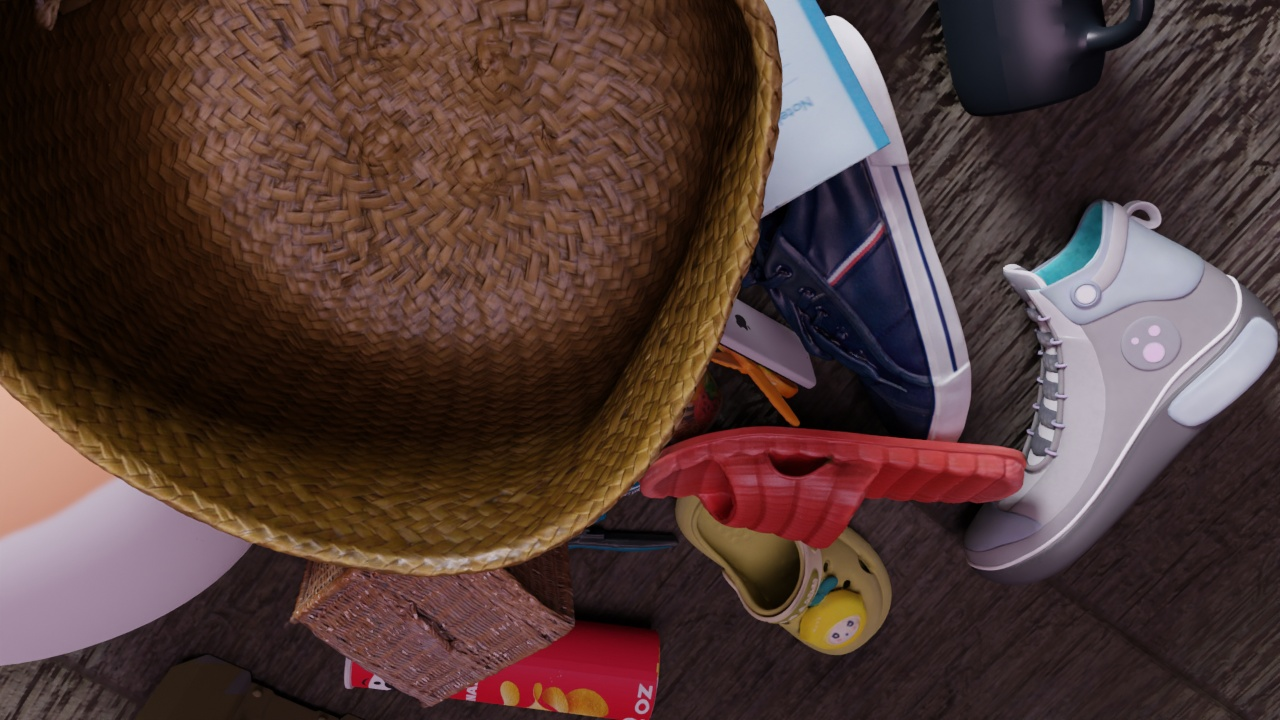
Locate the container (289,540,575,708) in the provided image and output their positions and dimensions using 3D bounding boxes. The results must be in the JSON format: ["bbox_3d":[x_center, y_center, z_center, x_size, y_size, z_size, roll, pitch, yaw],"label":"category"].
[{"bbox_3d":[-0.122,0.096,0.569,0.113,0.198,0.114,-35,118,14],"label":"container"}]

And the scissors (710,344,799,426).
[{"bbox_3d":[0.064,-0.002,0.597,0.131,0.125,0.011,47,107,23],"label":"scissors"}]

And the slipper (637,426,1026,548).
[{"bbox_3d":[0.122,0.087,0.585,0.249,0.104,0.059,0,66,2],"label":"slipper"}]

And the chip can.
[{"bbox_3d":[-0.099,0.221,0.681,0.220,0.069,0.069,9,109,-5],"label":"chip can"}]

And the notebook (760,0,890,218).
[{"bbox_3d":[-0.012,-0.167,0.457,0.181,0.009,0.253,-30,112,17],"label":"notebook"}]

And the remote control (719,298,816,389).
[{"bbox_3d":[0.061,-0.023,0.587,0.146,0.045,0.008,25,131,-35],"label":"remote control"}]

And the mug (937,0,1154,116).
[{"bbox_3d":[0.230,-0.196,0.519,0.085,0.122,0.094,-27,112,-23],"label":"mug"}]

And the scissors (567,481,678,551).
[{"bbox_3d":[-0.037,0.119,0.674,0.119,0.019,0.151,42,108,-18],"label":"scissors"}]

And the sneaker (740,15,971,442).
[{"bbox_3d":[0.109,-0.046,0.567,0.127,0.120,0.295,-27,117,0],"label":"sneaker"}]

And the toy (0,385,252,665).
[{"bbox_3d":[-0.333,0.016,0.501,0.262,0.265,0.281,-15,124,-4],"label":"toy"}]

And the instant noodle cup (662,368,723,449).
[{"bbox_3d":[-0.003,0.003,0.598,0.100,0.100,0.112,-38,114,11],"label":"instant noodle cup"}]

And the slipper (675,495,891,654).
[{"bbox_3d":[0.108,0.147,0.657,0.190,0.081,0.092,41,101,-12],"label":"slipper"}]

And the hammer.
[{"bbox_3d":[-0.350,0.413,0.724,0.190,0.100,0.325,28,106,-11],"label":"hammer"}]

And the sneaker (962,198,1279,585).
[{"bbox_3d":[0.278,0.022,0.621,0.160,0.093,0.257,38,105,-5],"label":"sneaker"}]

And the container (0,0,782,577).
[{"bbox_3d":[-0.107,-0.089,0.384,0.307,0.196,0.307,-1,118,-1],"label":"container"}]
